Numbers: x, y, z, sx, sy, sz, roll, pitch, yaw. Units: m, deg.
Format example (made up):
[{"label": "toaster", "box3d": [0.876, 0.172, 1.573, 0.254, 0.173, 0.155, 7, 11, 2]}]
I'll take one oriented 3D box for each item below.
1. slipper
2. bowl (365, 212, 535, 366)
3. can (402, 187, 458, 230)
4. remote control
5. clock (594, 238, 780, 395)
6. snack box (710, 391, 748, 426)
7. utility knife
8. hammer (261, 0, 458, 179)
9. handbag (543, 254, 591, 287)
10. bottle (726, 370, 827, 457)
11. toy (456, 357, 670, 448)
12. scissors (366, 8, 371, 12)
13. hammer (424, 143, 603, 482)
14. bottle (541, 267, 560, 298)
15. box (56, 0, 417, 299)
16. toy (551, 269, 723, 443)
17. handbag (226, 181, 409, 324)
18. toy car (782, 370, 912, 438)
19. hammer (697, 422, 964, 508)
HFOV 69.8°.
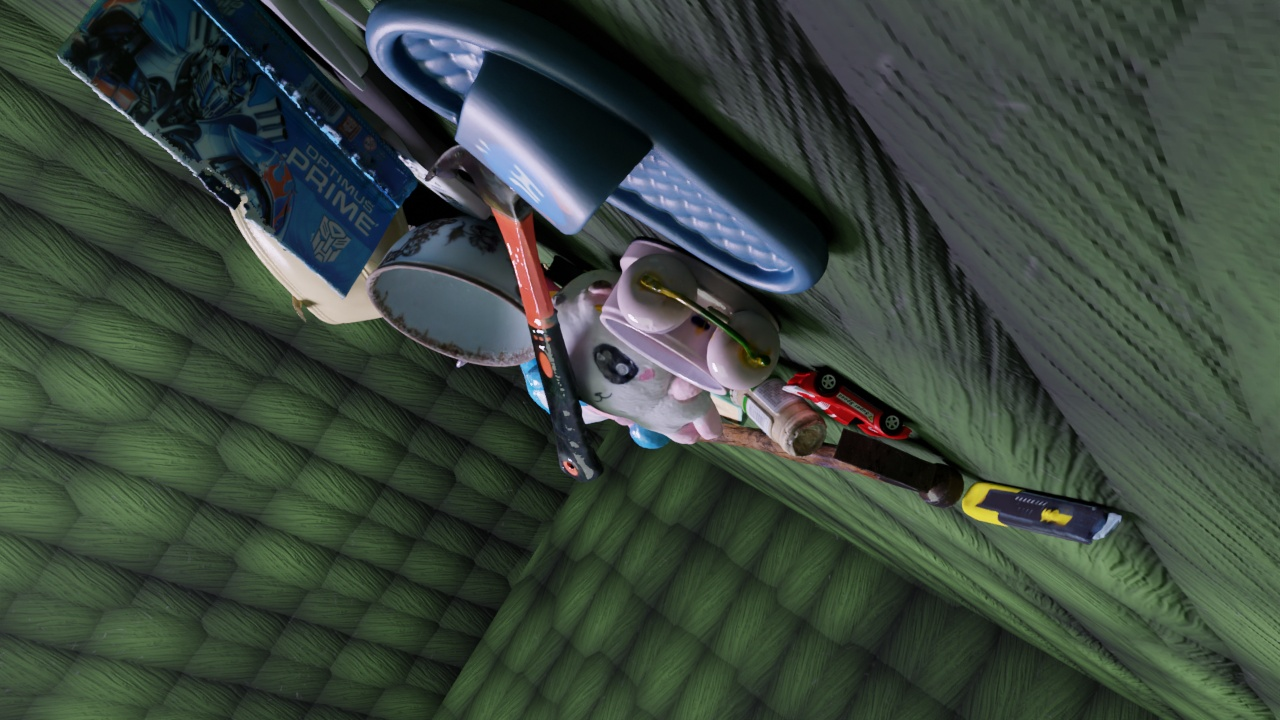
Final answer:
[{"label": "slipper", "box3d": [-0.018, -0.078, 0.386, 0.213, 0.059, 0.104, 28, 172, -18]}, {"label": "bowl", "box3d": [-0.151, -0.074, 0.819, 0.160, 0.093, 0.160, 14, 153, 7]}, {"label": "can", "box3d": [-0.258, -0.150, 0.985, 0.146, 0.080, 0.080, 33, 175, -10]}, {"label": "remote control", "box3d": [-0.172, -0.159, 0.739, 0.050, 0.022, 0.133, 26, 173, 39]}, {"label": "clock", "box3d": [0.033, -0.026, 0.601, 0.117, 0.058, 0.158, 32, 174, -10]}, {"label": "snack box", "box3d": [0.046, 0.005, 0.883, 0.141, 0.044, 0.193, 31, 175, 10]}, {"label": "utility knife", "box3d": [0.268, 0.102, 0.622, 0.020, 0.028, 0.174, 27, 174, -6]}, {"label": "hammer", "box3d": [-0.160, -0.164, 0.542, 0.125, 0.029, 0.311, 41, 178, 8]}, {"label": "handbag", "box3d": [-0.057, -0.074, 0.901, 0.084, 0.027, 0.178, 31, 180, -6]}, {"label": "bottle", "box3d": [0.098, 0.030, 0.708, 0.042, 0.043, 0.110, 37, -173, -44]}, {"label": "toy", "box3d": [-0.061, 0.020, 0.914, 0.224, 0.099, 0.191, 23, -179, -27]}, {"label": "scissors", "box3d": [-0.090, -0.149, 0.435, 0.131, 0.012, 0.112, 27, 173, 33]}, {"label": "hammer", "box3d": [-0.069, -0.017, 0.663, 0.133, 0.033, 0.334, 28, 146, 31]}, {"label": "bottle", "box3d": [-0.073, -0.051, 1.012, 0.134, 0.048, 0.071, 32, 175, -2]}, {"label": "box", "box3d": [-0.266, -0.163, 0.610, 0.114, 0.113, 0.243, 27, 166, 36]}, {"label": "toy", "box3d": [-0.004, 0.004, 0.751, 0.179, 0.101, 0.139, 47, 140, -16]}, {"label": "handbag", "box3d": [-0.290, -0.139, 0.833, 0.088, 0.190, 0.233, -14, 163, 8]}, {"label": "toy car", "box3d": [0.149, 0.033, 0.662, 0.089, 0.025, 0.038, 32, 175, -5]}, {"label": "hammer", "box3d": [0.125, 0.074, 0.825, 0.120, 0.033, 0.331, 24, 171, -26]}]
